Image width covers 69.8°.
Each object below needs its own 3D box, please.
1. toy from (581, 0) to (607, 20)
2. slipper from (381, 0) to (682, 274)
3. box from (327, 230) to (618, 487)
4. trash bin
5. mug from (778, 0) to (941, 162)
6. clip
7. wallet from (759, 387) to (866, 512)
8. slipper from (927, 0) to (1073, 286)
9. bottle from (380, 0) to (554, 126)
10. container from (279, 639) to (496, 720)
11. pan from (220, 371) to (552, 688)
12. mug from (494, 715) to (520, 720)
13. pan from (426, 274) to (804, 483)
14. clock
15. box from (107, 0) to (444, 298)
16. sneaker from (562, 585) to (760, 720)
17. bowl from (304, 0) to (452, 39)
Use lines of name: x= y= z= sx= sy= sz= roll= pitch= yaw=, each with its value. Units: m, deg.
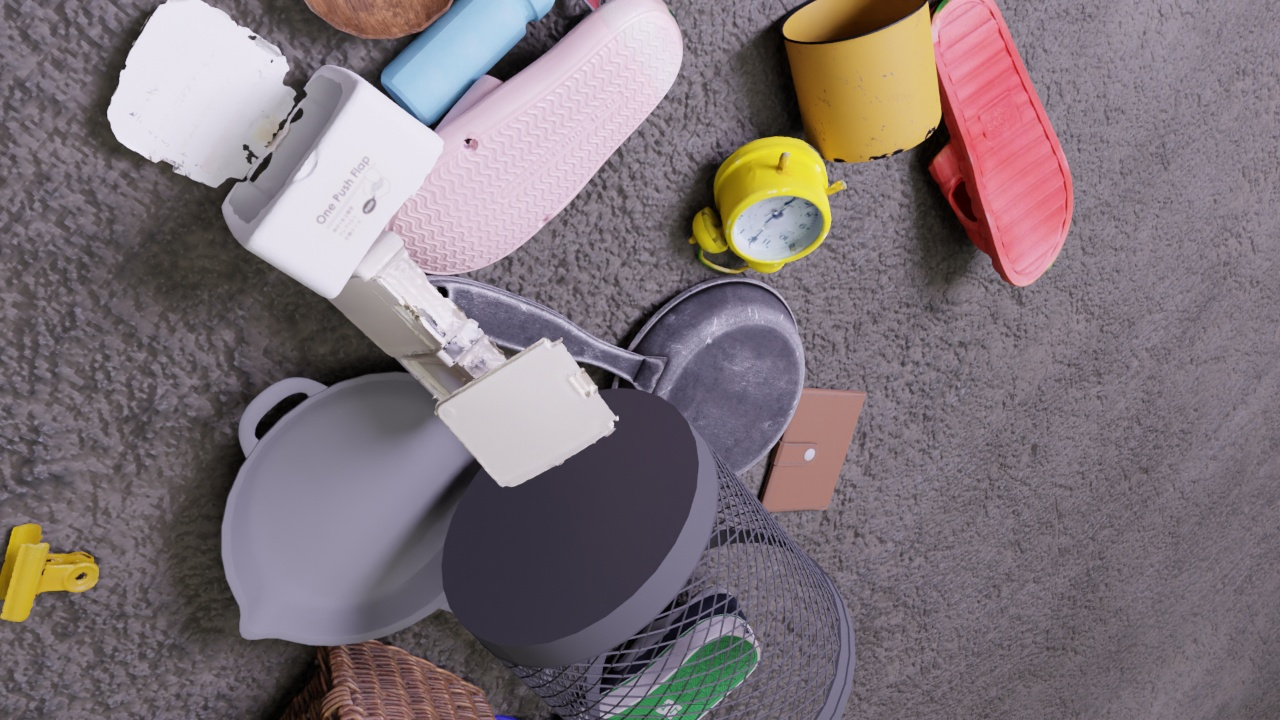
toy: x=-0.022 y=-0.208 z=0.575 sx=0.049 sy=0.030 sz=0.112 roll=-42 pitch=136 yaw=-45
slipper: x=-0.069 y=-0.135 z=0.547 sx=0.222 sy=0.055 sz=0.106 roll=-39 pitch=151 yaw=8
box: x=-0.112 y=0.003 z=0.505 sx=0.143 sy=0.187 sz=0.070 roll=49 pitch=68 yaw=-23
trash bin: x=0.007 y=0.163 z=0.641 sx=0.217 sy=0.218 sz=0.227 roll=-43 pitch=128 yaw=-8
mug: x=0.160 y=-0.209 z=0.652 sx=0.123 sy=0.101 sz=0.094 roll=-66 pitch=144 yaw=-44
clip: x=-0.346 y=0.125 z=0.536 sx=0.049 sy=0.044 sz=0.054 roll=20 pitch=100 yaw=-11
wallet: x=0.156 y=0.082 z=0.830 sx=0.087 sy=0.013 sz=0.121 roll=3 pitch=110 yaw=-32
slipper: x=0.284 y=-0.179 z=0.759 sx=0.103 sy=0.059 sz=0.249 roll=-32 pitch=109 yaw=-16
bottle: x=-0.092 y=-0.194 z=0.533 sx=0.130 sy=0.040 sz=0.040 roll=-46 pitch=127 yaw=-5
container: x=-0.189 y=0.344 z=0.611 sx=0.183 sy=0.250 sz=0.162 roll=-45 pitch=127 yaw=6
pan: x=-0.154 y=0.140 z=0.650 sx=0.216 sy=0.024 sz=0.355 roll=-44 pitch=128 yaw=-17
mug: x=-0.118 y=0.352 z=0.733 sx=0.079 sy=0.111 sz=0.083 roll=28 pitch=97 yaw=1
pan: x=-0.004 y=0.004 z=0.681 sx=0.356 sy=0.055 sz=0.187 roll=17 pitch=103 yaw=-40
clock: x=0.088 y=-0.105 z=0.664 sx=0.083 sy=0.057 sz=0.119 roll=19 pitch=138 yaw=-27
box: x=-0.197 y=-0.121 z=0.474 sx=0.109 sy=0.121 sz=0.136 roll=-52 pitch=129 yaw=-1
sneaker: x=0.001 y=0.286 z=0.803 sx=0.236 sy=0.079 sz=0.084 roll=-42 pitch=116 yaw=14
bowl: x=-0.146 y=-0.233 z=0.490 sx=0.101 sy=0.026 sz=0.114 roll=-18 pitch=119 yaw=-24
